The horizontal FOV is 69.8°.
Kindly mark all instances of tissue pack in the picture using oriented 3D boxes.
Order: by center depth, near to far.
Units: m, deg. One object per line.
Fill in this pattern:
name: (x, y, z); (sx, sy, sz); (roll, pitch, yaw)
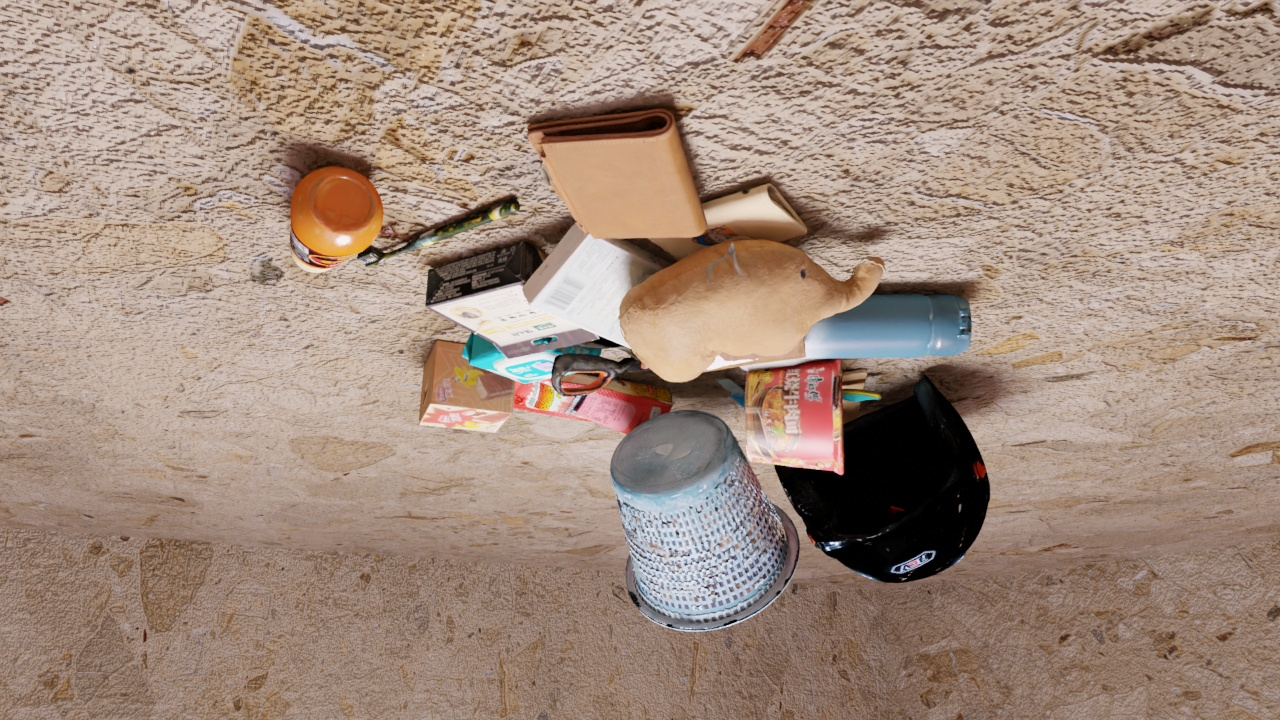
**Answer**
tissue pack: (-0.115, -0.013, 0.979); (0.134, 0.050, 0.093); (-13, 157, 34)

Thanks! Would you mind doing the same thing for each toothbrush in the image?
toothbrush: (-0.175, -0.107, 0.775); (0.186, 0.012, 0.017); (-13, 146, 34)

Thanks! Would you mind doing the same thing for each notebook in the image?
notebook: (0.215, 0.062, 1.203); (0.148, 0.008, 0.208); (-8, 157, 6)

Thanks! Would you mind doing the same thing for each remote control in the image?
remote control: (0.163, -0.009, 1.018); (0.125, 0.024, 0.049); (-9, 159, 24)

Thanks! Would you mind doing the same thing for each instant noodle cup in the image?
instant noodle cup: (0.179, 0.064, 1.059); (0.109, 0.137, 0.138); (-2, 160, 13)

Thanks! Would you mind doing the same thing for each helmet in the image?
helmet: (0.317, 0.163, 1.144); (0.234, 0.274, 0.230); (-30, 111, 25)

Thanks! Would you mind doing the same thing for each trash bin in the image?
trash bin: (0.063, 0.176, 1.110); (0.227, 0.225, 0.195); (-7, 125, 20)

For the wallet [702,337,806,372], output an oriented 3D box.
wallet: (0.096, -0.043, 0.836); (0.101, 0.020, 0.115); (-9, 126, 7)

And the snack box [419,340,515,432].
snack box: (-0.202, 0.033, 1.070); (0.094, 0.077, 0.093); (8, 159, -19)

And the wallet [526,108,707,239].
wallet: (-0.014, -0.130, 0.670); (0.108, 0.031, 0.132); (-1, 156, 15)

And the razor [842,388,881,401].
razor: (0.230, 0.051, 1.133); (0.133, 0.028, 0.043); (-13, 179, 25)

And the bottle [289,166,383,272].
bottle: (-0.250, -0.102, 0.728); (0.066, 0.066, 0.150); (11, 165, -26)

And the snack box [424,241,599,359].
snack box: (-0.117, -0.053, 0.861); (0.113, 0.053, 0.125); (-11, 157, 28)

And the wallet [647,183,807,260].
wallet: (0.071, -0.106, 0.753); (0.115, 0.024, 0.087); (-13, 157, 31)

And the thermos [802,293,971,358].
thermos: (0.209, -0.032, 0.893); (0.220, 0.070, 0.070); (0, 160, 3)

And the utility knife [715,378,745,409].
utility knife: (0.142, 0.054, 1.205); (0.034, 0.018, 0.203); (-8, 157, 25)

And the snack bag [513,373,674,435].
snack bag: (-0.071, 0.052, 1.151); (0.207, 0.073, 0.129); (13, 155, -17)

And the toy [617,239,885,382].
toy: (0.092, -0.049, 0.770); (0.226, 0.082, 0.143); (-16, 151, 15)

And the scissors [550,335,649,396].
scissors: (0.001, -0.015, 0.980); (0.233, 0.161, 0.022); (-22, -142, -37)

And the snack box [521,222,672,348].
snack box: (-0.021, -0.061, 0.814); (0.156, 0.027, 0.085); (21, 118, -45)
